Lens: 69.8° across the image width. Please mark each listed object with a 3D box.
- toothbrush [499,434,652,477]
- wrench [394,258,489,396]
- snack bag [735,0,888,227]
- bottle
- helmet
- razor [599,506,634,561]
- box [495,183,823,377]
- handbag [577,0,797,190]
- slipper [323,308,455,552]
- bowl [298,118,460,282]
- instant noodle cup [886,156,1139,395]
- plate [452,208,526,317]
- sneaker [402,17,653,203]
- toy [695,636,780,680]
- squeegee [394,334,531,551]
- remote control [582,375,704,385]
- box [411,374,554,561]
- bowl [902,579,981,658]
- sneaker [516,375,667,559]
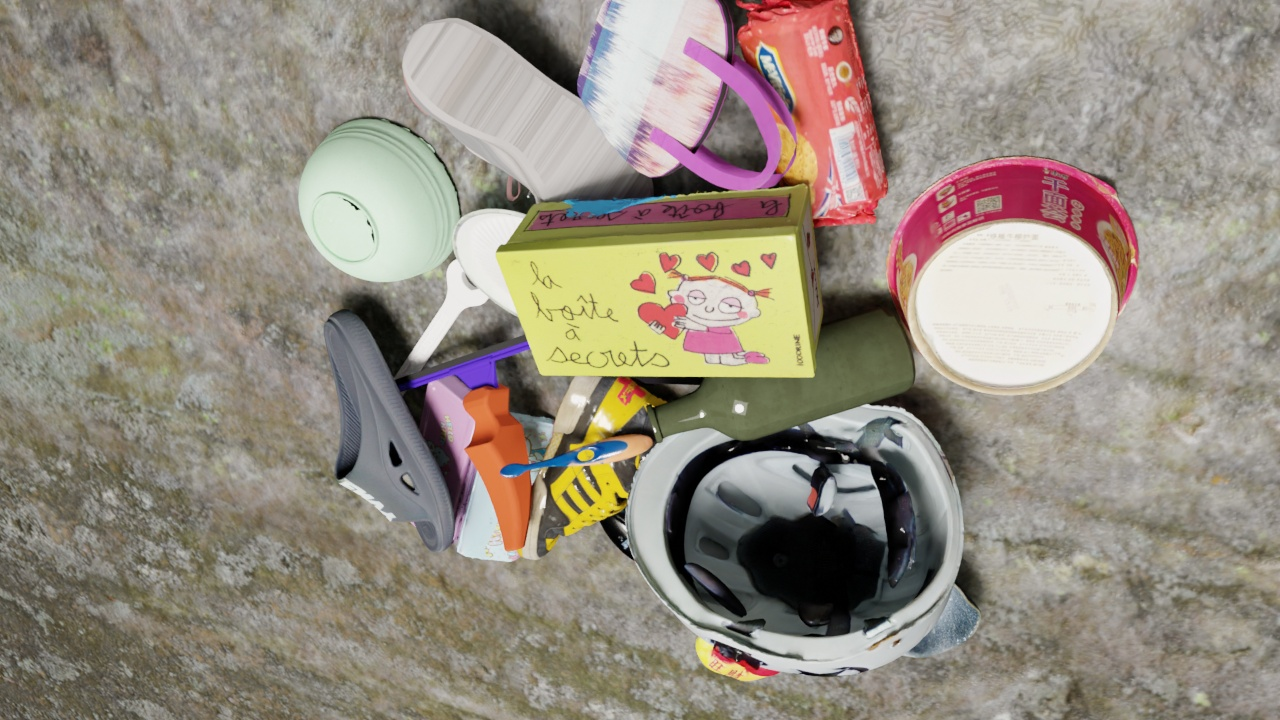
[{"bbox_3d":[-0.055,0.084,0.799,0.135,0.017,0.021,-12,85,-3],"label":"toothbrush"},{"bbox_3d":[-0.223,-0.006,0.927,0.047,0.009,0.274,39,125,-5],"label":"wrench"},{"bbox_3d":[0.126,-0.178,0.652,0.082,0.082,0.176,-8,117,25],"label":"snack bag"},{"bbox_3d":[0.107,0.020,0.726,0.207,0.071,0.071,-17,115,0],"label":"bottle"},{"bbox_3d":[0.128,0.154,0.775,0.264,0.236,0.164,1,146,14],"label":"helmet"},{"bbox_3d":[0.015,0.201,0.929,0.140,0.063,0.053,39,124,-8],"label":"razor"},{"bbox_3d":[0.017,-0.055,0.678,0.221,0.081,0.124,0,128,17],"label":"box"},{"bbox_3d":[0.040,-0.182,0.640,0.170,0.067,0.145,45,130,26],"label":"handbag"},{"bbox_3d":[-0.264,0.084,0.906,0.111,0.083,0.268,2,116,58],"label":"slipper"},{"bbox_3d":[-0.244,-0.131,0.819,0.151,0.076,0.151,10,124,15],"label":"bowl"},{"bbox_3d":[0.269,-0.051,0.671,0.179,0.077,0.179,9,123,15],"label":"instant noodle cup"},{"bbox_3d":[-0.091,-0.077,0.797,0.157,0.014,0.157,19,150,11],"label":"plate"},{"bbox_3d":[-0.089,-0.180,0.735,0.236,0.089,0.099,38,94,-27],"label":"sneaker"},{"bbox_3d":[0.114,0.292,0.953,0.105,0.067,0.138,15,132,4],"label":"toy"},{"bbox_3d":[-0.132,0.084,0.852,0.250,0.055,0.184,-16,83,38],"label":"squeegee"},{"bbox_3d":[-0.005,0.005,0.779,0.137,0.015,0.032,2,128,21],"label":"remote control"},{"bbox_3d":[-0.174,0.123,0.968,0.149,0.050,0.215,22,125,3],"label":"box"},{"bbox_3d":[0.254,0.222,0.852,0.110,0.055,0.110,5,127,6],"label":"bowl"},{"bbox_3d":[-0.036,0.118,0.882,0.122,0.085,0.239,26,122,9],"label":"sneaker"}]
